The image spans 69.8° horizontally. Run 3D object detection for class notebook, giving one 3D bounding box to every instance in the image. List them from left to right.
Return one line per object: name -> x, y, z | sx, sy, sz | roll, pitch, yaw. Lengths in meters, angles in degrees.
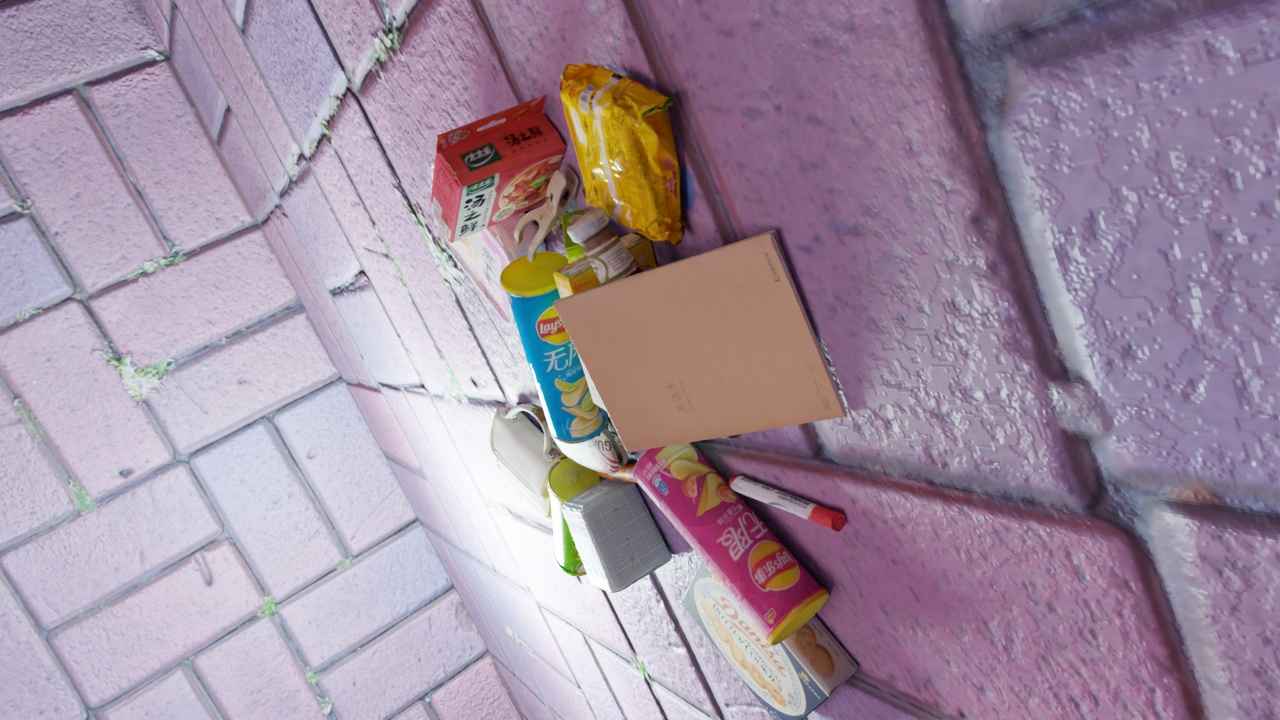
notebook -> 0.041, -0.005, 0.718 | 0.212, 0.012, 0.149 | -14, 109, 38

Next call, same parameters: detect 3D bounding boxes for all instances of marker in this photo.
marker -> 0.125, 0.123, 0.805 | 0.145, 0.017, 0.017 | 12, 128, 59

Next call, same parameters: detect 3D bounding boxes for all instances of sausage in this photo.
sausage -> -0.016, 0.132, 1.085 | 0.021, 0.021, 0.165 | 64, 156, -9

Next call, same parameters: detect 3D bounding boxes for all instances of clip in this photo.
clip -> -0.078, -0.142, 0.895 | 0.102, 0.094, 0.035 | -49, 66, 25

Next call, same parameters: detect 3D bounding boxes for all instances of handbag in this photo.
handbag -> -0.160, 0.127, 1.322 | 0.163, 0.063, 0.179 | 37, 144, 38

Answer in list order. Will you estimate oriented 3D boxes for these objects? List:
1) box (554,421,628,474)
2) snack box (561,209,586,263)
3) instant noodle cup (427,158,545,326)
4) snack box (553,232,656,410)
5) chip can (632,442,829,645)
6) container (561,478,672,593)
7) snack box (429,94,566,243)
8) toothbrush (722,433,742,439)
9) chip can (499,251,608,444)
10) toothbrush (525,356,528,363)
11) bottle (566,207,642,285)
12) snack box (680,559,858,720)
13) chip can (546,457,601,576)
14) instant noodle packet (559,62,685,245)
box -> -0.061, 0.093, 1.116 | 0.164, 0.059, 0.072 | 14, 110, 57
snack box -> -0.042, -0.056, 0.871 | 0.085, 0.026, 0.156 | -104, -2, -60
instant noodle cup -> -0.166, -0.139, 1.024 | 0.173, 0.060, 0.138 | 49, 154, 21
snack box -> -0.018, -0.033, 0.820 | 0.034, 0.086, 0.140 | 27, 140, 52
chip can -> 0.082, 0.163, 0.871 | 0.210, 0.071, 0.072 | 48, 154, 26
container -> -0.033, 0.210, 1.131 | 0.090, 0.089, 0.111 | -8, 106, 65
snack box -> -0.133, -0.175, 0.852 | 0.044, 0.113, 0.127 | 57, 156, 10
toothbrush -> 0.025, 0.038, 0.893 | 0.027, 0.026, 0.225 | 47, 165, -30
chip can -> -0.088, -0.009, 0.973 | 0.071, 0.071, 0.210 | 36, 148, 43
toothbrush -> -0.115, 0.072, 1.223 | 0.189, 0.014, 0.017 | 68, 167, -18
bottle -> 0.008, -0.033, 0.766 | 0.206, 0.059, 0.060 | 56, 158, -15
snack box -> 0.125, 0.282, 0.952 | 0.178, 0.045, 0.183 | 49, 154, 22
chip can -> -0.088, 0.221, 1.266 | 0.072, 0.072, 0.222 | 46, 152, 29
instant noodle packet -> -0.012, -0.163, 0.714 | 0.111, 0.044, 0.129 | 33, 149, 35
